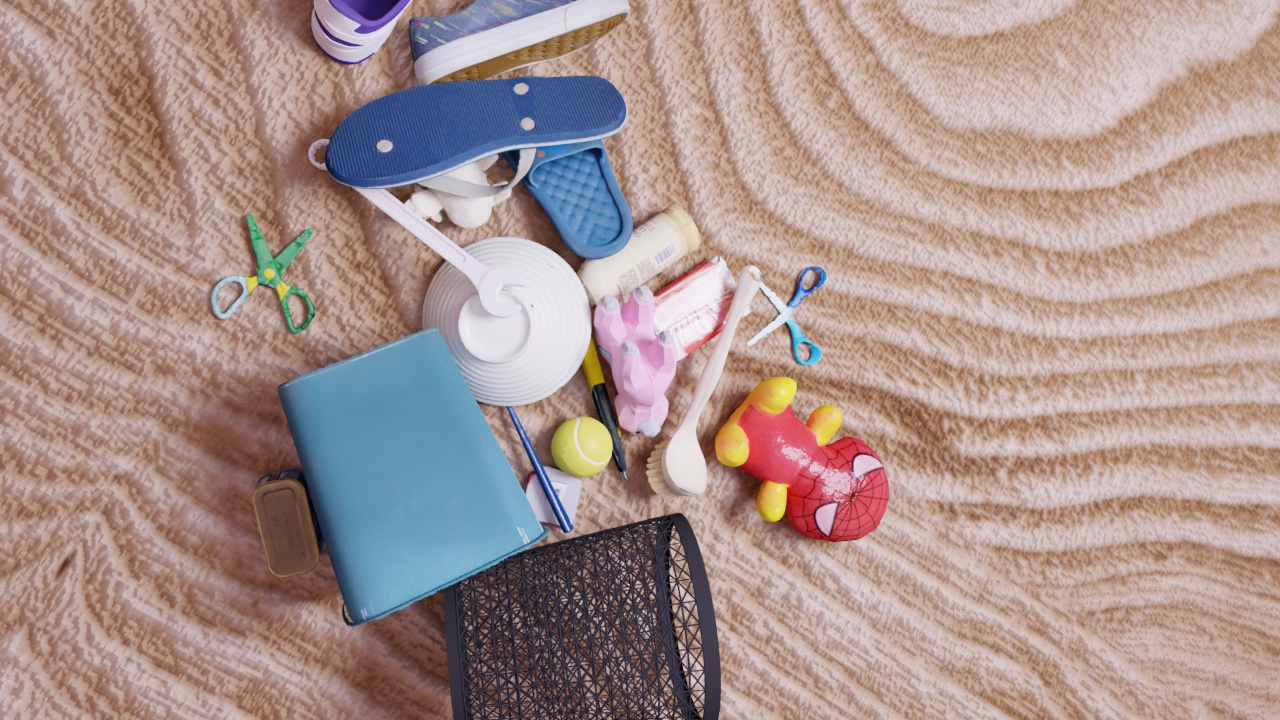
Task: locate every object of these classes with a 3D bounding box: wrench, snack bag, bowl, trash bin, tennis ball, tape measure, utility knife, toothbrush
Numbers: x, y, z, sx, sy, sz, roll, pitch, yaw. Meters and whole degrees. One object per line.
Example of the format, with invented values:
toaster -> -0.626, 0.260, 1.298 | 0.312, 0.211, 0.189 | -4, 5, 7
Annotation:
wrench -> -0.220, -0.133, 0.895 | 0.273, 0.009, 0.047 | 37, 84, 10
snack bag -> 0.058, -0.056, 1.026 | 0.115, 0.036, 0.077 | -34, 100, -12
bowl -> -0.140, -0.037, 0.922 | 0.177, 0.071, 0.177 | 0, 95, 1
trash bin -> -0.066, 0.277, 0.922 | 0.243, 0.217, 0.217 | -5, 94, -10
tennis ball -> -0.063, 0.092, 0.980 | 0.065, 0.065, 0.065 | -1, 92, -17
tape measure -> -0.097, 0.148, 0.996 | 0.060, 0.020, 0.062 | 16, 88, -17
utility knife -> -0.039, 0.055, 1.006 | 0.020, 0.029, 0.174 | -17, 99, -10
trash bin -> -0.228, 0.101, 0.872 | 0.198, 0.197, 0.218 | -23, 93, -20
toothbrush -> -0.114, 0.095, 0.976 | 0.017, 0.016, 0.190 | -24, 89, -18

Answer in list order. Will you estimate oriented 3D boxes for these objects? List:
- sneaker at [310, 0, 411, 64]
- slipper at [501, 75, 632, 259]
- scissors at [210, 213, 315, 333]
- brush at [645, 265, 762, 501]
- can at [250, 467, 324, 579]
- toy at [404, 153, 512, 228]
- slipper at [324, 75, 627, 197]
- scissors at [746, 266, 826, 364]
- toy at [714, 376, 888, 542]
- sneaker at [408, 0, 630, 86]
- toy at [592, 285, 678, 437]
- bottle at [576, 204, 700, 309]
sneaker -> -0.227, -0.399, 0.887 | 0.092, 0.111, 0.244 | 41, 81, -14
slipper -> -0.075, -0.206, 0.954 | 0.103, 0.059, 0.213 | -29, 86, -16
scissors -> -0.374, -0.082, 0.909 | 0.127, 0.011, 0.125 | -20, 99, -15
brush -> 0.075, 0.024, 0.997 | 0.062, 0.077, 0.272 | 23, 86, -47
can -> -0.347, 0.159, 0.902 | 0.054, 0.059, 0.100 | -13, 95, -16
toy -> -0.188, -0.175, 0.940 | 0.112, 0.050, 0.087 | -31, 95, -8
slipper -> -0.158, -0.220, 0.904 | 0.294, 0.060, 0.118 | -12, 64, -10
scissors -> 0.178, -0.056, 1.075 | 0.127, 0.014, 0.133 | 44, 84, -10
toy -> 0.188, 0.121, 1.040 | 0.216, 0.099, 0.147 | 41, 93, -13
sneaker -> -0.126, -0.347, 0.937 | 0.235, 0.087, 0.079 | -22, 93, -11
toy -> -0.006, 0.005, 0.974 | 0.067, 0.158, 0.123 | -17, 57, -16
bottle -> -0.014, -0.105, 0.991 | 0.162, 0.056, 0.056 | -34, 101, -13
